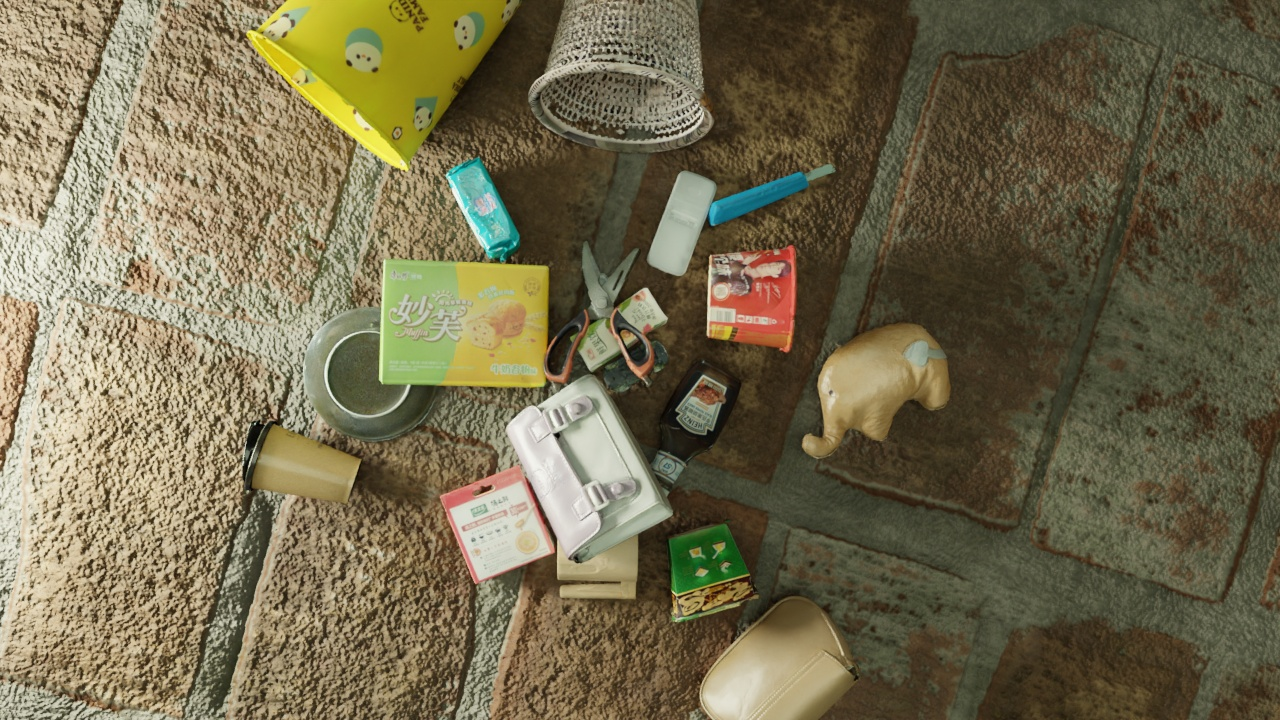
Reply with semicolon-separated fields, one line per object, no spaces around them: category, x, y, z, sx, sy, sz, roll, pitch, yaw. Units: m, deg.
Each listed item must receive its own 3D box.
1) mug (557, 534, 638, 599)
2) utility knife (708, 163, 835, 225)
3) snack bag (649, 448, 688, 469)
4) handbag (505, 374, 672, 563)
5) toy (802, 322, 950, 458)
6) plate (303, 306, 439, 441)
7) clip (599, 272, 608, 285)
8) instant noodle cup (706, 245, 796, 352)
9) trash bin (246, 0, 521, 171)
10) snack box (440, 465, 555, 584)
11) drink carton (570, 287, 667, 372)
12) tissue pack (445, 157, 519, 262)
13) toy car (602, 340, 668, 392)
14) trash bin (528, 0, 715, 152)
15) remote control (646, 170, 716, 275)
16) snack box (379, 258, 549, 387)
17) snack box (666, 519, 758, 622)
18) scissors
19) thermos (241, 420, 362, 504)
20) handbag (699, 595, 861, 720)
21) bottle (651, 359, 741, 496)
mug;-0.056;0.265;1.213;0.103;0.084;0.125;1;119;-3
utility knife;0.177;-0.226;1.225;0.187;0.018;0.034;-22;138;-7
snack bag;0.013;0.162;1.232;0.045;0.026;0.105;44;86;3
handbag;-0.069;0.136;1.158;0.145;0.098;0.197;-33;65;5
toy;0.299;0.038;1.219;0.226;0.082;0.143;-29;85;0
plate;-0.354;0.018;1.203;0.179;0.024;0.179;0;92;-3
clip;-0.054;-0.088;1.223;0.024;0.026;0.056;1;105;-2
instant noodle cup;0.141;-0.082;1.180;0.108;0.138;0.138;2;92;4
trash bin;-0.292;-0.400;1.098;0.229;0.230;0.255;38;84;-4
snack box;-0.187;0.213;1.212;0.113;0.044;0.127;-21;95;-2
drink carton;-0.029;-0.039;1.210;0.122;0.045;0.053;-34;83;-3
tissue pack;-0.198;-0.188;1.170;0.050;0.093;0.133;-28;93;-7
toy car;-0.007;0.007;1.220;0.090;0.034;0.043;-31;97;0
trash bin;-0.015;-0.389;1.127;0.227;0.228;0.192;6;79;-4
remote control;0.055;-0.183;1.223;0.056;0.020;0.136;20;90;-5
snack box;-0.224;-0.046;1.173;0.210;0.070;0.157;1;93;-12
snack box;0.082;0.273;1.206;0.117;0.118;0.105;-15;81;-4
scissors;-0.053;-0.053;1.175;0.189;0.015;0.226;-27;70;-9
thermos;-0.436;0.135;1.174;0.143;0.093;0.093;17;91;-12
handbag;0.186;0.417;1.201;0.204;0.148;0.100;-44;132;0
bottle;0.059;0.097;1.208;0.080;0.044;0.194;30;81;-4
